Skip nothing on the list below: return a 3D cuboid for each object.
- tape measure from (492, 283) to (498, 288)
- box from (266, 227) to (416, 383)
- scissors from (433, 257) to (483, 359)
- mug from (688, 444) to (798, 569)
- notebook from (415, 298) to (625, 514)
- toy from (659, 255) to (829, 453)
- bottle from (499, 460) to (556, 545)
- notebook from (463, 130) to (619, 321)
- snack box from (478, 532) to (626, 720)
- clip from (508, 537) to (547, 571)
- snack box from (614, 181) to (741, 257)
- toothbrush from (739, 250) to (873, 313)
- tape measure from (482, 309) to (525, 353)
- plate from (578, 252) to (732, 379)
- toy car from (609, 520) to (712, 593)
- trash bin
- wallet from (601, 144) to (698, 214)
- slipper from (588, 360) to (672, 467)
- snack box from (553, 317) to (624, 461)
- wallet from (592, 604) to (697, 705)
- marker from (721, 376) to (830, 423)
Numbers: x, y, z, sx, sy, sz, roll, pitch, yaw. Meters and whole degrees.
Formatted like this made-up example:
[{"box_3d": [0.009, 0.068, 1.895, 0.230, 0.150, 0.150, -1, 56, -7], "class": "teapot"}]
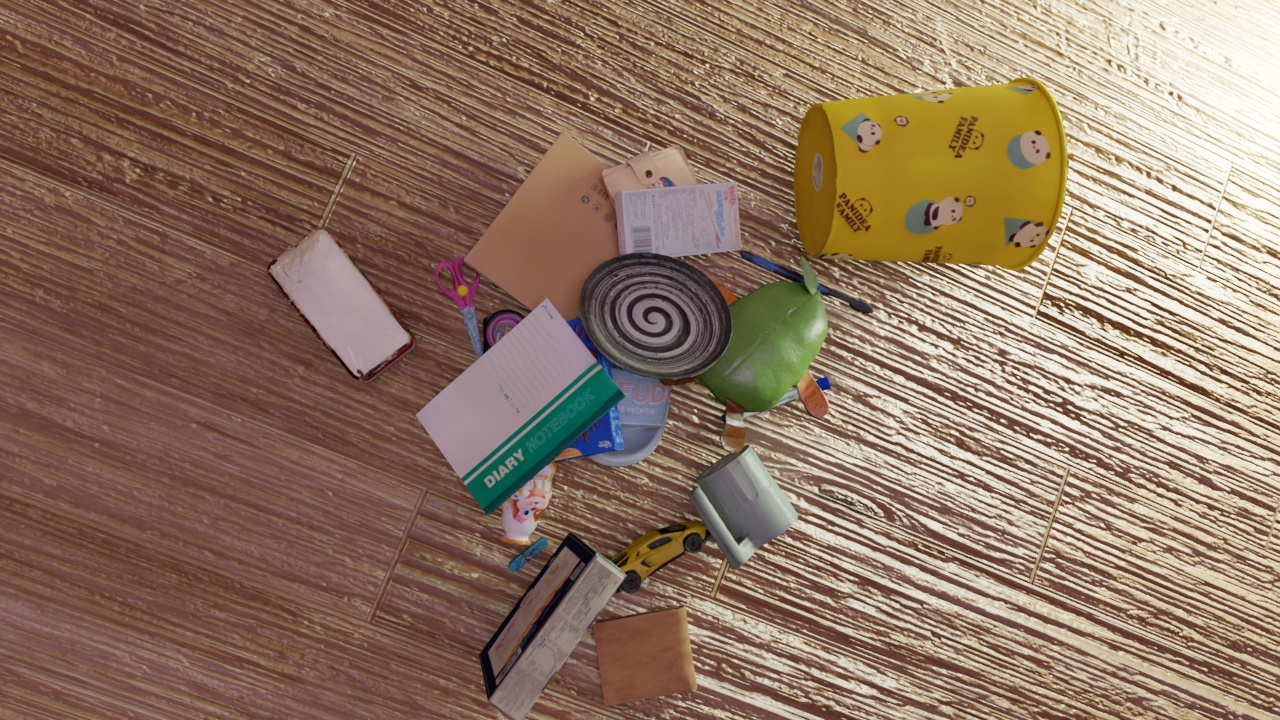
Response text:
[{"box_3d": [-0.147, -0.109, 1.101, 0.058, 0.025, 0.054, 7, 80, -18], "class": "tape measure"}, {"box_3d": [-0.335, -0.063, 1.038, 0.091, 0.077, 0.168, -39, 93, -10], "class": "box"}, {"box_3d": [-0.204, -0.057, 1.093, 0.057, 0.017, 0.133, -18, 93, -21], "class": "scissors"}, {"box_3d": [0.116, 0.172, 1.086, 0.123, 0.084, 0.103, -32, 89, -49], "class": "mug"}, {"box_3d": [-0.139, 0.052, 1.042, 0.209, 0.012, 0.150, -41, 74, 6], "class": "notebook"}, {"box_3d": [0.139, -0.012, 1.107, 0.246, 0.090, 0.227, -41, 86, -21], "class": "toy"}, {"box_3d": [-0.135, 0.158, 1.064, 0.063, 0.063, 0.108, 11, 84, -9], "class": "bottle"}, {"box_3d": [-0.093, -0.156, 1.106, 0.148, 0.008, 0.207, 37, 74, -10], "class": "notebook"}, {"box_3d": [-0.101, 0.282, 0.999, 0.046, 0.183, 0.177, 38, 80, -7], "class": "snack box"}, {"box_3d": [-0.132, 0.228, 1.080, 0.056, 0.043, 0.014, -39, 90, -11], "class": "clip"}, {"box_3d": [0.047, -0.170, 1.118, 0.156, 0.027, 0.085, -9, 100, -22], "class": "snack box"}, {"box_3d": [0.213, -0.100, 1.174, 0.189, 0.016, 0.014, 23, 91, -5], "class": "toothbrush"}, {"box_3d": [-0.158, -0.032, 1.087, 0.058, 0.039, 0.057, -4, 89, -5], "class": "tape measure"}, {"box_3d": [0.016, -0.050, 1.047, 0.179, 0.024, 0.179, 6, 56, -10], "class": "plate"}, {"box_3d": [0.016, 0.226, 1.082, 0.155, 0.071, 0.041, -27, 94, -13], "class": "toy car"}, {"box_3d": [0.332, -0.219, 1.106, 0.255, 0.230, 0.229, -2, 86, -5], "class": "trash bin"}, {"box_3d": [0.015, -0.216, 1.132, 0.115, 0.024, 0.087, -25, 90, -18], "class": "wallet"}, {"box_3d": [-0.007, 0.006, 1.094, 0.104, 0.074, 0.245, 9, 83, -10], "class": "slipper"}, {"box_3d": [-0.073, 0.033, 1.055, 0.085, 0.026, 0.157, -14, 83, 26], "class": "snack box"}, {"box_3d": [0.005, 0.352, 1.097, 0.115, 0.020, 0.101, -7, 88, -8], "class": "wallet"}, {"box_3d": [0.170, 0.051, 1.151, 0.145, 0.017, 0.017, -19, 89, -11], "class": "marker"}]
